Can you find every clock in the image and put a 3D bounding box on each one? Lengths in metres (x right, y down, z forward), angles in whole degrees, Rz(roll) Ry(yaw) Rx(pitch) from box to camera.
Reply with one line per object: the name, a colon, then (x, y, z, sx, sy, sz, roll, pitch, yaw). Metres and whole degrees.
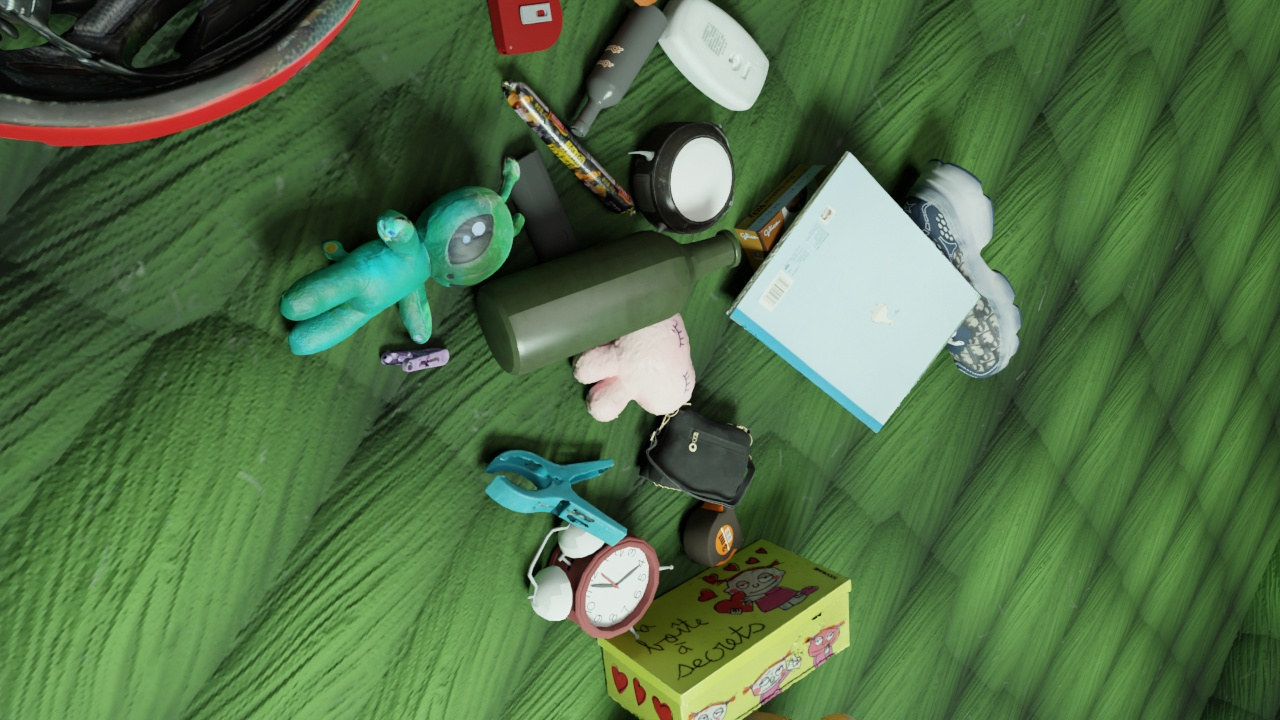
clock: (-0.039, 0.183, 0.782, 0.137, 0.048, 0.096, 34, 80, -41)
clock: (0.043, -0.152, 0.759, 0.122, 0.044, 0.091, -27, 118, -32)

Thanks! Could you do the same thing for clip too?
clip: (-0.066, 0.110, 0.725, 0.120, 0.103, 0.027, 20, 128, -31)
clip: (-0.162, -0.002, 0.652, 0.051, 0.045, 0.014, -52, 148, -76)

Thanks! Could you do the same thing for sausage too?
sausage: (-0.052, -0.158, 0.694, 0.155, 0.020, 0.020, 42, 74, -38)

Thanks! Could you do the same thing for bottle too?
bottle: (-0.020, -0.218, 0.697, 0.030, 0.030, 0.113, 39, 77, -39)
bottle: (-0.017, -0.055, 0.692, 0.206, 0.071, 0.071, -22, 116, -23)

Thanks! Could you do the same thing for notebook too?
notebook: (0.215, -0.054, 0.886, 0.253, 0.009, 0.181, 35, 93, -35)

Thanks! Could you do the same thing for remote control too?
remote control: (0.060, -0.254, 0.755, 0.114, 0.028, 0.060, 25, 86, -41)
remote control: (-0.064, -0.091, 0.706, 0.033, 0.015, 0.147, -38, 123, -26)

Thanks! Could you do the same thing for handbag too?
handbag: (0.057, 0.085, 0.833, 0.128, 0.054, 0.079, 21, 85, -39)

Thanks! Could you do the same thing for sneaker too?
sneaker: (0.318, -0.072, 0.991, 0.132, 0.103, 0.269, -35, 123, -10)

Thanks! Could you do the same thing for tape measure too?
tape measure: (-0.080, -0.248, 0.646, 0.051, 0.019, 0.059, -22, 116, -33)
tape measure: (0.066, 0.167, 0.874, 0.058, 0.038, 0.058, -47, 129, -37)

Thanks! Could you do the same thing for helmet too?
helmet: (-0.247, -0.213, 0.417, 0.271, 0.167, 0.217, -31, 109, -23)

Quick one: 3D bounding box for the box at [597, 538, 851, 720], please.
box: (0.082, 0.259, 0.857, 0.220, 0.124, 0.080, -17, 112, -33)

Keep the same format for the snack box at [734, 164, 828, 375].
snack box: (0.167, -0.083, 0.889, 0.100, 0.032, 0.186, -45, 126, -21)

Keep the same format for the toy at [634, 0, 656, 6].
toy: (-0.040, -0.305, 0.624, 0.175, 0.096, 0.112, -11, 105, -49)

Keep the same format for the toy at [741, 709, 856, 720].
toy: (0.101, 0.450, 0.838, 0.266, 0.263, 0.280, 49, 52, -39)

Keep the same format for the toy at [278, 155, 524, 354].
toy: (-0.150, -0.070, 0.610, 0.193, 0.072, 0.131, -32, 159, -26)

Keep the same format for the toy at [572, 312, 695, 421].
toy: (-0.005, 0.004, 0.763, 0.105, 0.053, 0.108, -25, 120, -15)
